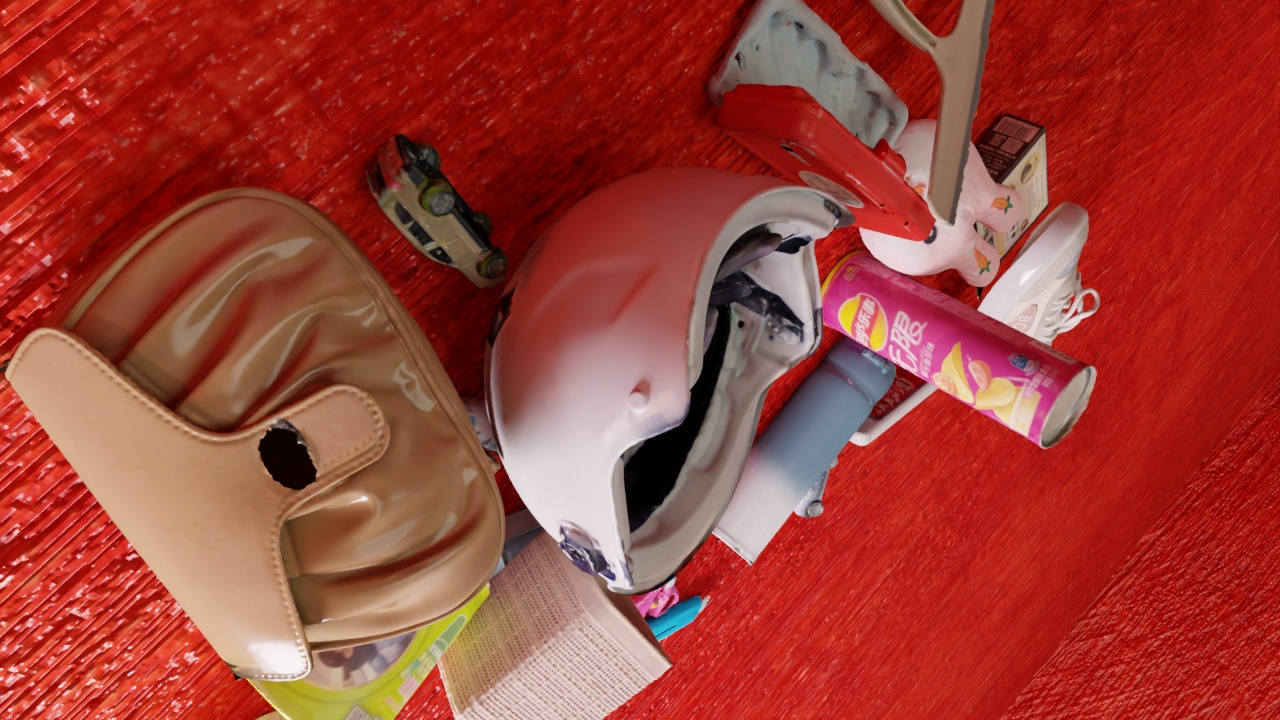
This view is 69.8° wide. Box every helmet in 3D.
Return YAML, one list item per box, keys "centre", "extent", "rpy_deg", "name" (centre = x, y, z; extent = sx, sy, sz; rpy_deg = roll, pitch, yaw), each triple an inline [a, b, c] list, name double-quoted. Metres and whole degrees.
- centre: [-0.003, 0.003, 0.523]
  extent: [0.228, 0.146, 0.259]
  rpy_deg: [-48, 158, -32]
  name: "helmet"

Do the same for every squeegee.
- centre: [0.151, -0.249, 0.579]
  extent: [0.246, 0.039, 0.246]
  rpy_deg: [32, 67, -42]
  name: "squeegee"

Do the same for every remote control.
- centre: [0.236, 0.031, 0.879]
  extent: [0.135, 0.056, 0.020]
  rpy_deg: [-32, 139, -26]
  name: "remote control"

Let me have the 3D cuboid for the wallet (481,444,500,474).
- centre: [-0.147, 0.049, 0.460]
  extent: [0.101, 0.032, 0.124]
  rpy_deg: [-46, 107, -8]
  name: "wallet"

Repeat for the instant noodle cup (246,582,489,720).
- centre: [-0.154, 0.148, 0.521]
  extent: [0.123, 0.112, 0.112]
  rpy_deg: [-44, 142, -25]
  name: "instant noodle cup"

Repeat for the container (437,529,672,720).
- centre: [-0.058, 0.176, 0.562]
  extent: [0.111, 0.090, 0.090]
  rpy_deg: [-39, 124, -4]
  name: "container"

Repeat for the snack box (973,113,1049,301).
- centre: [0.323, -0.139, 0.843]
  extent: [0.125, 0.053, 0.113]
  rpy_deg: [-47, 143, -7]
  name: "snack box"

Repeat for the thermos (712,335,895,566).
- centre: [0.140, 0.074, 0.804]
  extent: [0.220, 0.070, 0.070]
  rpy_deg: [-50, 142, -6]
  name: "thermos"

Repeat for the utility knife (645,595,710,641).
- centre: [0.008, 0.248, 0.834]
  extent: [0.159, 0.018, 0.034]
  rpy_deg: [-16, 128, -41]
  name: "utility knife"

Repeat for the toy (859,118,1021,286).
- centre: [0.245, -0.122, 0.739]
  extent: [0.159, 0.054, 0.121]
  rpy_deg: [17, 94, -27]
  name: "toy"

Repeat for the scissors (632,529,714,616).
- centre: [0.031, 0.186, 0.791]
  extent: [0.083, 0.017, 0.138]
  rpy_deg: [8, 126, -48]
  name: "scissors"

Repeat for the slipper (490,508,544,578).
- centre: [-0.039, 0.150, 0.665]
  extent: [0.244, 0.074, 0.104]
  rpy_deg: [-20, 131, -38]
  name: "slipper"

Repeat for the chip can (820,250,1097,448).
- centre: [0.242, -0.013, 0.724]
  extent: [0.071, 0.210, 0.071]
  rpy_deg: [-27, 135, -31]
  name: "chip can"

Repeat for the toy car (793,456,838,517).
- centre: [0.159, 0.107, 0.869]
  extent: [0.034, 0.043, 0.091]
  rpy_deg: [0, 118, -16]
  name: "toy car"

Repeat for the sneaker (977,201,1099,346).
- centre: [0.376, -0.048, 0.875]
  extent: [0.089, 0.091, 0.243]
  rpy_deg: [-48, 164, -24]
  name: "sneaker"

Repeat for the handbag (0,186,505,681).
- centre: [-0.151, 0.034, 0.387]
  extent: [0.147, 0.100, 0.204]
  rpy_deg: [-32, 106, -11]
  name: "handbag"

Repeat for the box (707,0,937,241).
- centre: [0.135, -0.160, 0.607]
  extent: [0.201, 0.095, 0.101]
  rpy_deg: [18, 94, -50]
  name: "box"

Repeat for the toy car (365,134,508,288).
- centre: [-0.098, -0.070, 0.459]
  extent: [0.035, 0.042, 0.090]
  rpy_deg: [-32, 137, 8]
  name: "toy car"

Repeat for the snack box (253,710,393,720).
- centre: [-0.228, 0.263, 0.584]
  extent: [0.140, 0.034, 0.087]
  rpy_deg: [-15, 128, -42]
  name: "snack box"

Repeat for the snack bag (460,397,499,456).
- centre: [-0.104, 0.038, 0.548]
  extent: [0.048, 0.026, 0.104]
  rpy_deg: [-51, 144, 16]
  name: "snack bag"
